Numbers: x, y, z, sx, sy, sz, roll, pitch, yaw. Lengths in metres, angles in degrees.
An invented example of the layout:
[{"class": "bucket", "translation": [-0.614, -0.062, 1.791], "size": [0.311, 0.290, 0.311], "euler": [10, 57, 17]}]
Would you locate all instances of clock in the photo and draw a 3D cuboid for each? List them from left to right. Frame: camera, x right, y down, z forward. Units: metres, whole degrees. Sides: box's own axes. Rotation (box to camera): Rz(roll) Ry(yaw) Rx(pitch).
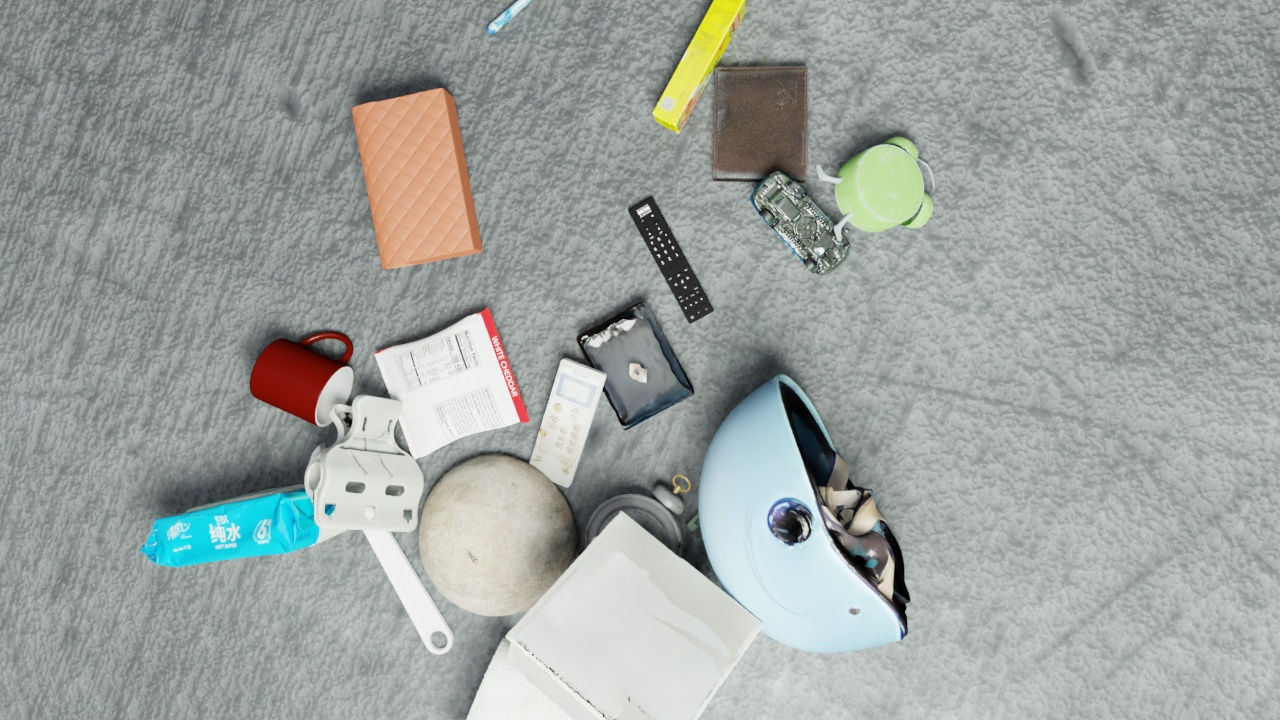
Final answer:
[{"class": "clock", "translation": [0.004, 0.179, 0.968], "size": [0.104, 0.056, 0.148], "euler": [39, 99, 9]}, {"class": "clock", "translation": [0.245, -0.173, 0.918], "size": [0.119, 0.043, 0.094], "euler": [-17, 91, -22]}]

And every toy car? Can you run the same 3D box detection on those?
[{"class": "toy car", "translation": [0.164, -0.142, 0.941], "size": [0.056, 0.043, 0.120], "euler": [-44, 101, 7]}]

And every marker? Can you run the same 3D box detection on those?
[{"class": "marker", "translation": [-0.112, -0.402, 0.993], "size": [0.142, 0.013, 0.013], "euler": [-38, 86, 8]}]

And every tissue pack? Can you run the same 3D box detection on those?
[{"class": "tissue pack", "translation": [-0.421, 0.177, 0.992], "size": [0.210, 0.117, 0.066], "euler": [-12, 90, 16]}]

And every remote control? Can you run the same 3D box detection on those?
[{"class": "remote control", "translation": [-0.080, 0.068, 0.987], "size": [0.050, 0.011, 0.136], "euler": [21, 106, 9]}, {"class": "remote control", "translation": [0.032, -0.107, 0.980], "size": [0.030, 0.009, 0.140], "euler": [-29, 87, 8]}]

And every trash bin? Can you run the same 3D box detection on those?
[{"class": "trash bin", "translation": [-0.094, 0.381, 0.957], "size": [0.161, 0.133, 0.133], "euler": [22, 94, 2]}]

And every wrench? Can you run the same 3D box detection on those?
[{"class": "wrench", "translation": [-0.288, 0.210, 1.034], "size": [0.066, 0.018, 0.273], "euler": [-31, 88, 8]}]

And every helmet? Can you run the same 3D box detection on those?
[{"class": "helmet", "translation": [0.143, 0.152, 0.866], "size": [0.167, 0.225, 0.265], "euler": [-23, 89, 15]}]

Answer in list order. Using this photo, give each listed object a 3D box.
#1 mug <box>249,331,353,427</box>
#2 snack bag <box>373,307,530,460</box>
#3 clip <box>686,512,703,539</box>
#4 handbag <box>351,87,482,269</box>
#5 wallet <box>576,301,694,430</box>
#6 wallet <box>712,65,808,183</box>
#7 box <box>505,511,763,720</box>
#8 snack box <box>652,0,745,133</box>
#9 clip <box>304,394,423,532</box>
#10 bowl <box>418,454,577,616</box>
[{"class": "mug", "translation": [-0.366, 0.011, 1.018], "size": [0.082, 0.073, 0.105], "euler": [23, 66, 7]}, {"class": "snack bag", "translation": [-0.209, 0.028, 1.004], "size": [0.144, 0.039, 0.131], "euler": [-20, 92, 12]}, {"class": "clip", "translation": [0.082, 0.155, 0.974], "size": [0.045, 0.023, 0.076], "euler": [39, 98, 4]}, {"class": "handbag", "translation": [-0.242, -0.193, 0.993], "size": [0.109, 0.060, 0.172], "euler": [-10, 93, 3]}, {"class": "wallet", "translation": [-0.006, 0.006, 0.980], "size": [0.089, 0.026, 0.115], "euler": [-28, 87, 11]}, {"class": "wallet", "translation": [0.125, -0.246, 0.954], "size": [0.099, 0.031, 0.120], "euler": [2, 91, 5]}, {"class": "box", "translation": [0.004, 0.275, 0.920], "size": [0.167, 0.380, 0.171], "euler": [38, 82, 14]}, {"class": "snack box", "translation": [0.062, -0.311, 0.955], "size": [0.029, 0.040, 0.148], "euler": [30, 95, 6]}, {"class": "clip", "translation": [-0.295, 0.111, 0.984], "size": [0.075, 0.124, 0.144], "euler": [-21, 68, 34]}, {"class": "bowl", "translation": [-0.165, 0.194, 0.979], "size": [0.178, 0.081, 0.178], "euler": [1, 93, 12]}]
